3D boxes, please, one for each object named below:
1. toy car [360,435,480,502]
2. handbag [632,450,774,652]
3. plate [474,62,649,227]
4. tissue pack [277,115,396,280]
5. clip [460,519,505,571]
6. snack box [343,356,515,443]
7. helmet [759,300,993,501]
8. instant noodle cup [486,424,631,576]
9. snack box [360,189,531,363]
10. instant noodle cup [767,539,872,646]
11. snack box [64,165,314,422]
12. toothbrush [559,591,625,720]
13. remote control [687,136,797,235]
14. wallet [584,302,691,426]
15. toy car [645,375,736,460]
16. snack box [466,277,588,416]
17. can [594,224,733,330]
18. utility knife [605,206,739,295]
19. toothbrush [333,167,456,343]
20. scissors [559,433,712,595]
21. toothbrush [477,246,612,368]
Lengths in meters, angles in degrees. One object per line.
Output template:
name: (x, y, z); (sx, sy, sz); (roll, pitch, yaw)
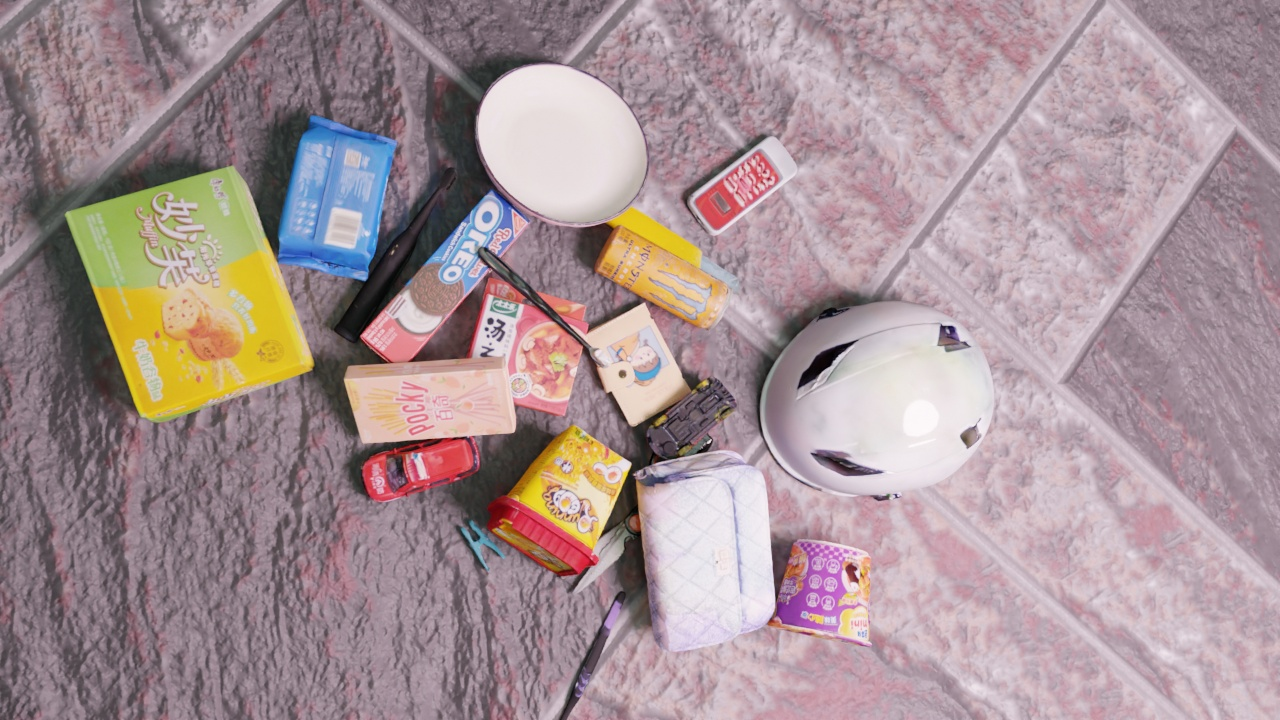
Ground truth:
toy car: (-0.225, 0.108, 0.937); (0.120, 0.045, 0.053); (-17, 88, -11)
handbag: (0.068, 0.196, 0.960); (0.134, 0.075, 0.194); (-10, 102, -13)
plate: (-0.085, -0.225, 0.980); (0.192, 0.039, 0.192); (7, 70, -21)
tissue pack: (-0.309, -0.165, 0.934); (0.095, 0.052, 0.157); (11, 83, -14)
clip: (-0.166, 0.192, 0.959); (0.040, 0.014, 0.056); (-36, 96, -14)
snack box: (-0.207, 0.039, 0.916); (0.157, 0.026, 0.085); (-4, 127, -1)
helmet: (0.274, 0.043, 1.003); (0.258, 0.146, 0.229); (-12, 88, -13)
instant noodle cup: (-0.079, 0.141, 0.939); (0.116, 0.116, 0.123); (35, 67, -7)
snack box: (-0.201, -0.083, 0.950); (0.057, 0.058, 0.207); (41, 78, -10)
instant noodle cup: (0.201, 0.250, 0.995); (0.111, 0.112, 0.099); (16, 75, -11)
snack box: (-0.431, -0.064, 0.889); (0.157, 0.070, 0.210); (-20, 91, -13)
toothbrush: (-0.058, 0.333, 0.972); (0.014, 0.017, 0.188); (28, 79, -9)
remote control: (0.118, -0.201, 1.051); (0.135, 0.020, 0.056); (-38, 94, -13)
wallet: (-0.006, 0.006, 1.007); (0.087, 0.024, 0.115); (-28, 94, -18)
toy car: (0.053, 0.064, 0.994); (0.106, 0.031, 0.049); (-40, 85, -11)
snack box: (-0.121, -0.016, 0.969); (0.113, 0.044, 0.127); (15, 82, -12)
can: (0.025, -0.090, 1.001); (0.146, 0.058, 0.058); (28, 80, -9)
utility knife: (0.026, -0.131, 1.026); (0.207, 0.015, 0.033); (32, 79, -6)
toothbrush: (-0.251, -0.113, 0.958); (0.026, 0.027, 0.212); (29, 79, 6)
scissors: (-0.002, 0.156, 1.000); (0.233, 0.022, 0.162); (-16, 83, -8)
toothbrush: (-0.097, -0.054, 0.943); (0.181, 0.018, 0.015); (42, 79, -11)
